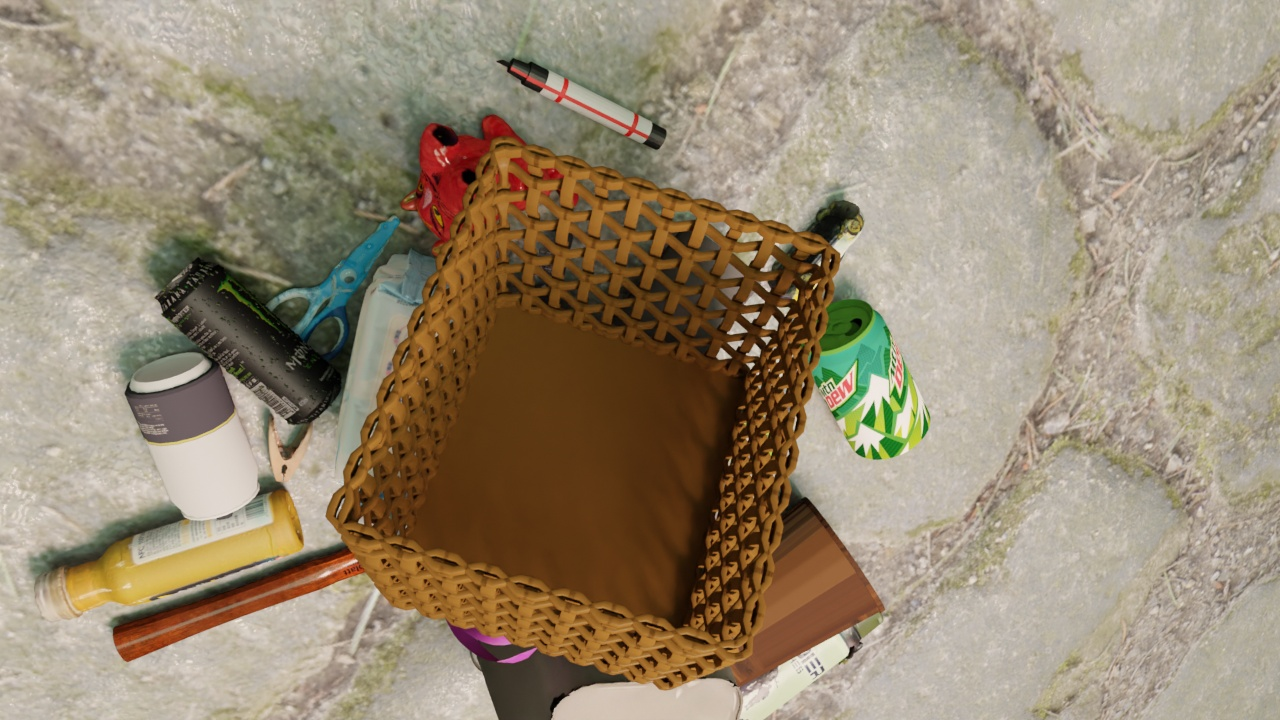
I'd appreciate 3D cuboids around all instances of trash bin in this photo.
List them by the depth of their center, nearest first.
[{"bbox_3d":[-0.031,0.262,0.788,0.197,0.220,0.198,4,110,-19],"label":"trash bin"}]

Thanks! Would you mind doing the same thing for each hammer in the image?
[{"bbox_3d":[-0.282,0.185,0.775,0.300,0.028,0.111,-18,116,-14],"label":"hammer"}]

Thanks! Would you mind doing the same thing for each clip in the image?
[{"bbox_3d":[-0.277,0.069,0.734,0.039,0.024,0.060,-6,123,-17],"label":"clip"}]

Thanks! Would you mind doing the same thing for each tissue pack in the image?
[{"bbox_3d":[-0.187,0.015,0.694,0.070,0.112,0.182,14,105,-18],"label":"tissue pack"}]

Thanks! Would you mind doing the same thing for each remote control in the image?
[{"bbox_3d":[-0.087,-0.044,0.767,0.032,0.015,0.136,8,105,-24],"label":"remote control"}]

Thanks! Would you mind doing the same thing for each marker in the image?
[{"bbox_3d":[-0.045,-0.202,0.716,0.145,0.019,0.019,20,102,-27],"label":"marker"}]

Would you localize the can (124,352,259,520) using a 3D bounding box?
[{"bbox_3d":[-0.329,0.062,0.685,0.064,0.064,0.127,-16,116,-15],"label":"can"}]

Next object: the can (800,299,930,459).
[{"bbox_3d":[0.213,0.019,0.872,0.083,0.083,0.144,-37,119,-4],"label":"can"}]

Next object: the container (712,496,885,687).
[{"bbox_3d":[0.133,0.237,0.911,0.167,0.132,0.132,-34,119,1],"label":"container"}]

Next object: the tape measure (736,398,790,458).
[{"bbox_3d":[0.114,0.067,0.882,0.058,0.036,0.066,-1,108,-31],"label":"tape measure"}]

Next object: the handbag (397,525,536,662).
[{"bbox_3d":[-0.120,0.165,0.714,0.144,0.170,0.068,-16,123,-19],"label":"handbag"}]

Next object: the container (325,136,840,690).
[{"bbox_3d":[-0.032,0.048,0.589,0.219,0.215,0.251,18,65,-1],"label":"container"}]

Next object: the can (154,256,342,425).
[{"bbox_3d":[-0.283,-0.012,0.671,0.054,0.054,0.137,-43,112,-1],"label":"can"}]

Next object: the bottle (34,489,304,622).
[{"bbox_3d":[-0.364,0.154,0.715,0.186,0.053,0.053,-17,116,-14],"label":"bottle"}]

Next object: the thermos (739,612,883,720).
[{"bbox_3d":[0.152,0.319,0.974,0.231,0.082,0.082,-35,119,-6],"label":"thermos"}]

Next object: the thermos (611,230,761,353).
[{"bbox_3d":[-0.005,0.005,0.780,0.082,0.082,0.240,36,95,-29],"label":"thermos"}]

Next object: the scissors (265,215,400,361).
[{"bbox_3d":[-0.230,-0.059,0.707,0.066,0.015,0.135,39,91,-27],"label":"scissors"}]

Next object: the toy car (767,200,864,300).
[{"bbox_3d":[0.161,-0.096,0.825,0.033,0.048,0.105,37,94,-29],"label":"toy car"}]

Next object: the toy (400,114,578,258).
[{"bbox_3d":[-0.114,-0.130,0.705,0.132,0.088,0.094,-7,148,-39],"label":"toy"}]
